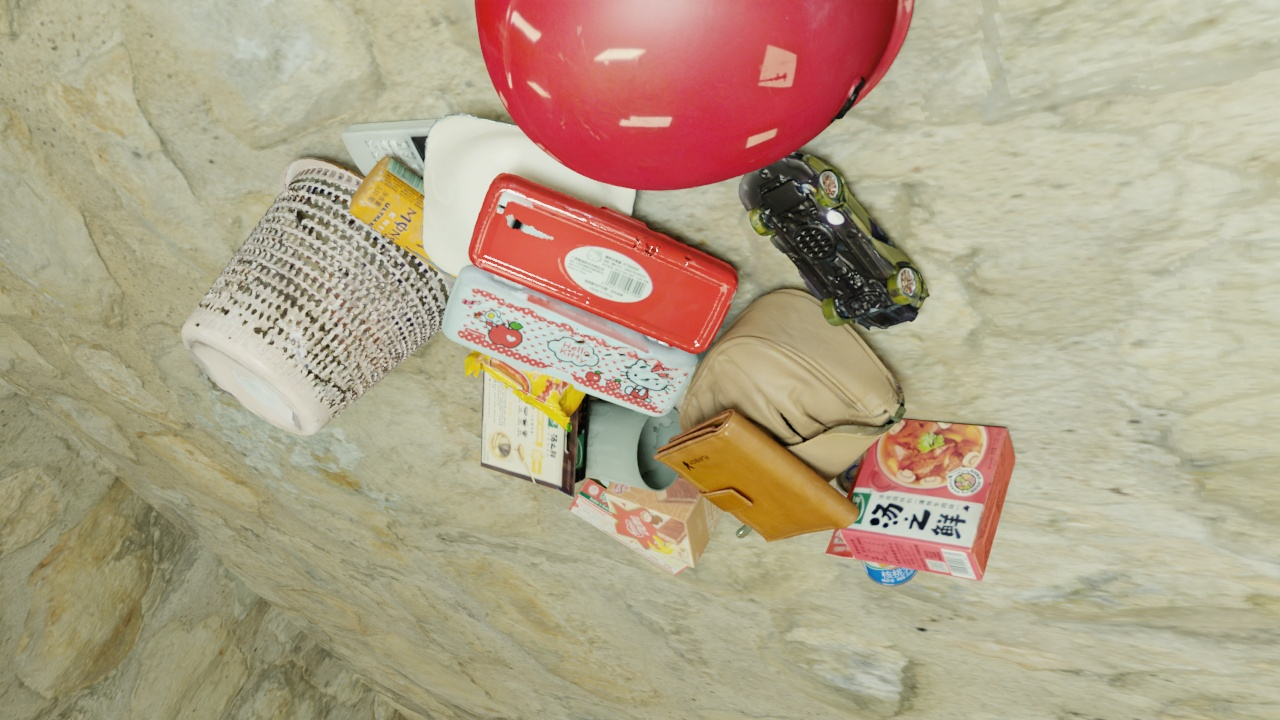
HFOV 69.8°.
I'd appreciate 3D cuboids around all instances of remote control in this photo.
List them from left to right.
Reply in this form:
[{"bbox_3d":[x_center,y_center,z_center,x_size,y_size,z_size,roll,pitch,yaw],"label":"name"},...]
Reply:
[{"bbox_3d":[-0.190,-0.174,0.778,0.150,0.021,0.058,7,139,34],"label":"remote control"}]

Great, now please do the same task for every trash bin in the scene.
[{"bbox_3d":[-0.309,-0.045,0.872,0.227,0.191,0.228,26,151,15],"label":"trash bin"}]

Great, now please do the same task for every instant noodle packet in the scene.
[{"bbox_3d":[-0.077,-0.015,0.790,0.111,0.128,0.044,32,156,2],"label":"instant noodle packet"}]

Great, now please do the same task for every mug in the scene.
[{"bbox_3d":[-0.021,0.062,0.904,0.104,0.083,0.124,4,110,38],"label":"mug"}]

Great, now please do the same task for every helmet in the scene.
[{"bbox_3d":[0.012,-0.179,0.502,0.240,0.143,0.207,14,140,24],"label":"helmet"}]

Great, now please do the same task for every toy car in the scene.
[{"bbox_3d":[0.131,-0.079,0.616,0.158,0.042,0.070,46,144,-21],"label":"toy car"}]

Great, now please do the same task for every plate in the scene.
[{"bbox_3d":[-0.089,-0.119,0.725,0.164,0.034,0.164,16,137,-2],"label":"plate"}]

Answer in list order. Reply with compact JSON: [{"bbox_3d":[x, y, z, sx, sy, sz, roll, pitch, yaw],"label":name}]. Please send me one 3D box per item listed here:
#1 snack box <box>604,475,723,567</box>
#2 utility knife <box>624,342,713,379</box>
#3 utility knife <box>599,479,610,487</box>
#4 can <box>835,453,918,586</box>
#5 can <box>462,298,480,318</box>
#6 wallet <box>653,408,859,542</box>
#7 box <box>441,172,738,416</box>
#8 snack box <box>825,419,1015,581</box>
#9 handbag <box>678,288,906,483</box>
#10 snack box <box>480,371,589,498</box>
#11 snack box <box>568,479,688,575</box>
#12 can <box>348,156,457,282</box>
[{"bbox_3d":[0.027,0.150,0.964,0.094,0.076,0.093,17,144,23],"label":"snack box"},{"bbox_3d":[-0.005,0.005,0.845,0.179,0.013,0.029,-14,85,38],"label":"utility knife"},{"bbox_3d":[-0.084,0.092,1.037,0.208,0.018,0.034,46,144,-22],"label":"utility knife"},{"bbox_3d":[0.214,0.144,0.825,0.053,0.053,0.135,6,138,34],"label":"can"},{"bbox_3d":[-0.126,-0.037,0.860,0.094,0.066,0.067,18,144,21],"label":"can"},{"bbox_3d":[0.085,0.095,0.721,0.130,0.035,0.119,37,144,-15],"label":"wallet"},{"bbox_3d":[-0.042,-0.042,0.707,0.201,0.049,0.161,21,120,-8],"label":"box"},{"bbox_3d":[0.213,0.103,0.718,0.127,0.113,0.044,2,140,38],"label":"snack box"},{"bbox_3d":[0.110,0.041,0.736,0.148,0.099,0.205,33,151,6],"label":"handbag"},{"bbox_3d":[-0.096,0.059,0.877,0.126,0.053,0.113,11,104,31],"label":"snack box"},{"bbox_3d":[-0.009,0.201,1.097,0.156,0.027,0.077,32,155,1],"label":"snack box"},{"bbox_3d":[-0.173,-0.111,0.789,0.146,0.058,0.058,34,149,-25],"label":"can"}]
